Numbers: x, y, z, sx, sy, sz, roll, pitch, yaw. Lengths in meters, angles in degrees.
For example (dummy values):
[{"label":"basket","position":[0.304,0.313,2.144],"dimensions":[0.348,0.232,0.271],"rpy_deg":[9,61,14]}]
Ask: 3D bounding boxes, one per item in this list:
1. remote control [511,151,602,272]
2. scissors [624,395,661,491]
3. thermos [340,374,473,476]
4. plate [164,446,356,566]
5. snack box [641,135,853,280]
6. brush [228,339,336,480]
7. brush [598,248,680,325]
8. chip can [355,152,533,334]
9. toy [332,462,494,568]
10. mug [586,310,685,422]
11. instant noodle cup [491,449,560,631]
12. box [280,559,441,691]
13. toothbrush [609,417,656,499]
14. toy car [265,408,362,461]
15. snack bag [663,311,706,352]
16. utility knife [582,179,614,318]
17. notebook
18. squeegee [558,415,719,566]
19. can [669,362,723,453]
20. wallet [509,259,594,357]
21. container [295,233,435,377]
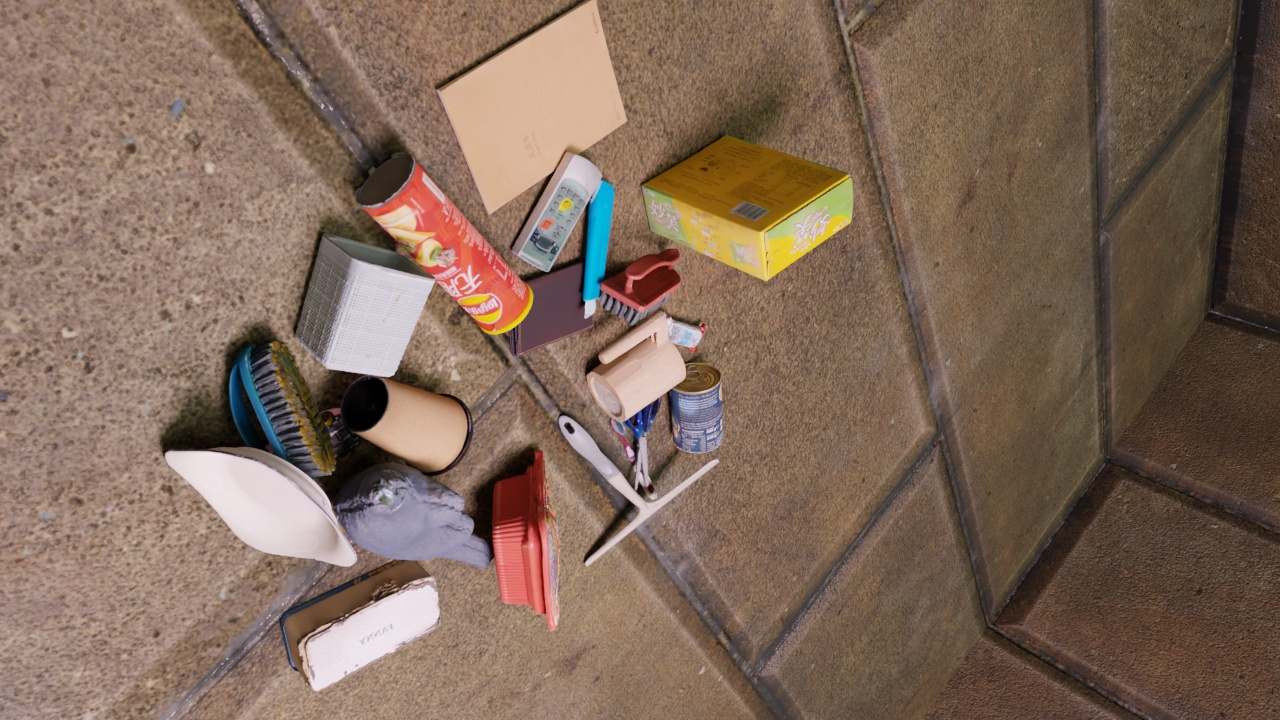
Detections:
[{"label":"remote control","position":[-0.094,-0.170,1.047],"dimensions":[0.056,0.019,0.135],"rpy_deg":[28,93,-52]},{"label":"scissors","position":[-0.002,0.109,1.280],"dimensions":[0.146,0.012,0.169],"rpy_deg":[28,79,-59]},{"label":"thermos","position":[-0.243,0.066,0.962],"dimensions":[0.093,0.093,0.143],"rpy_deg":[-59,150,-4]},{"label":"plate","position":[-0.350,0.130,0.868],"dimensions":[0.034,0.164,0.164],"rpy_deg":[-63,144,-39]},{"label":"snack box","position":[0.128,-0.192,1.120],"dimensions":[0.157,0.210,0.070],"rpy_deg":[-35,133,-26]},{"label":"brush","position":[-0.348,0.054,0.875],"dimensions":[0.073,0.055,0.144],"rpy_deg":[-17,103,7]},{"label":"brush","position":[0.009,-0.099,1.141],"dimensions":[0.145,0.063,0.069],"rpy_deg":[-36,153,-58]},{"label":"chip can","position":[-0.195,-0.114,0.943],"dimensions":[0.073,0.073,0.216],"rpy_deg":[-51,138,-12]},{"label":"toy","position":[-0.251,0.166,0.980],"dimensions":[0.357,0.138,0.091],"rpy_deg":[80,26,-68]},{"label":"mug","position":[-0.007,0.007,1.181],"dimensions":[0.103,0.084,0.125],"rpy_deg":[-36,146,-24]},{"label":"instant noodle cup","position":[-0.139,0.219,1.133],"dimensions":[0.079,0.188,0.165],"rpy_deg":[-4,118,-5]},{"label":"box","position":[-0.322,0.303,1.053],"dimensions":[0.183,0.059,0.090],"rpy_deg":[-18,122,-35]},{"label":"toothbrush","position":[-0.006,0.143,1.311],"dimensions":[0.016,0.017,0.188],"rpy_deg":[-46,136,-22]},{"label":"toy car","position":[-0.344,0.092,0.935],"dimensions":[0.122,0.037,0.056],"rpy_deg":[-32,126,-13]},{"label":"snack bag","position":[0.054,-0.037,1.267],"dimensions":[0.105,0.026,0.045],"rpy_deg":[13,110,-47]},{"label":"utility knife","position":[-0.053,-0.132,1.097],"dimensions":[0.034,0.018,0.166],"rpy_deg":[-4,104,-48]},{"label":"notebook","position":[-0.108,-0.274,0.991],"dimensions":[0.211,0.012,0.150],"rpy_deg":[-40,136,-23]},{"label":"squeegee","position":[-0.035,0.155,1.246],"dimensions":[0.246,0.039,0.246],"rpy_deg":[-38,127,1]},{"label":"can","position":[0.080,0.069,1.313],"dimensions":[0.075,0.075,0.111],"rpy_deg":[-29,130,-31]},{"label":"wallet","position":[-0.104,-0.063,1.102],"dimensions":[0.122,0.020,0.096],"rpy_deg":[-23,130,-36]},{"label":"container","position":[-0.272,-0.051,0.891],"dimensions":[0.089,0.090,0.111],"rpy_deg":[12,105,-47]}]
